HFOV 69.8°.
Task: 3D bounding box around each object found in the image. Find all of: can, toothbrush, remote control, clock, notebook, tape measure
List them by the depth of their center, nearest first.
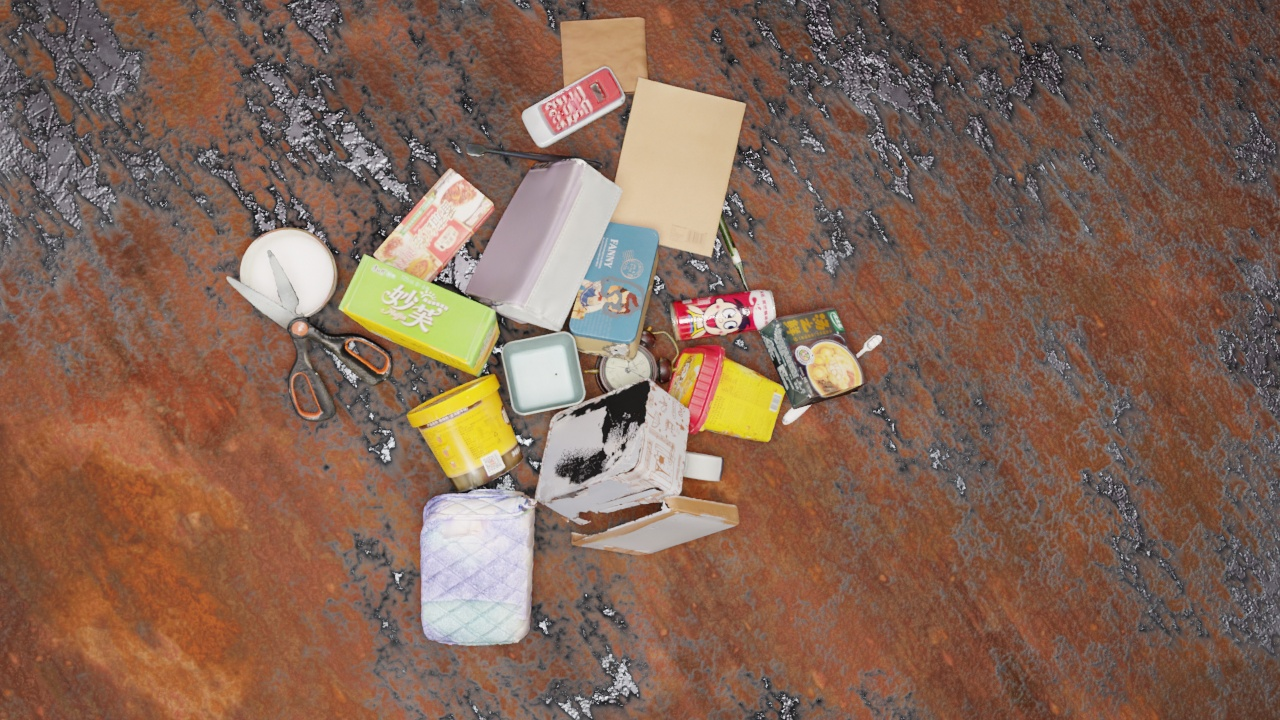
[{"bbox_3d":[0.074,0.137,1.188,0.065,0.066,0.033,8,87,-6],"label":"tape measure"},{"bbox_3d":[-0.007,0.007,1.191,0.122,0.055,0.082,-31,90,-4],"label":"clock"},{"bbox_3d":[0.107,-0.060,1.202,0.133,0.053,0.053,-8,87,0],"label":"can"},{"bbox_3d":[-0.088,-0.334,1.211,0.136,0.020,0.056,-29,95,0],"label":"remote control"},{"bbox_3d":[-0.140,-0.268,1.214,0.181,0.018,0.015,5,80,-8],"label":"toothbrush"},{"bbox_3d":[0.046,-0.256,1.222,0.149,0.012,0.211,13,91,-4],"label":"notebook"},{"bbox_3d":[0.128,-0.147,1.238,0.017,0.012,0.186,-23,89,-13],"label":"toothbrush"},{"bbox_3d":[0.259,0.026,1.241,0.180,0.016,0.016,-41,90,-7],"label":"toothbrush"}]

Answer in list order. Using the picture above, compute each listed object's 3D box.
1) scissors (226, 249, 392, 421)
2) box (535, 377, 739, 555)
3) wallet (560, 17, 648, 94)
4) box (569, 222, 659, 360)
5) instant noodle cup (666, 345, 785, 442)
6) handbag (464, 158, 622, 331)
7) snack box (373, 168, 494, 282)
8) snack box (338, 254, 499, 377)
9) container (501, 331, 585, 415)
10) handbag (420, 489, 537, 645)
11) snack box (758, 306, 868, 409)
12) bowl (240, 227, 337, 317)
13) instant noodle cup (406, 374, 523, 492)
[{"bbox_3d":[-0.408,-0.018,1.119,0.221,0.021,0.211,20,103,-29],"label":"scissors"},{"bbox_3d":[0.006,0.150,1.123,0.193,0.184,0.156,35,48,-35],"label":"box"},{"bbox_3d":[-0.048,-0.407,1.230,0.115,0.020,0.101,-2,88,-4],"label":"wallet"},{"bbox_3d":[-0.029,-0.094,1.166,0.090,0.060,0.184,8,66,6],"label":"box"},{"bbox_3d":[0.108,0.049,1.181,0.123,0.116,0.116,19,85,-17],"label":"instant noodle cup"},{"bbox_3d":[-0.122,-0.145,1.149,0.098,0.145,0.197,30,82,-43],"label":"handbag"},{"bbox_3d":[-0.266,-0.167,1.188,0.075,0.025,0.152,40,83,-2],"label":"snack box"},{"bbox_3d":[-0.253,-0.046,1.089,0.157,0.210,0.070,23,82,-5],"label":"snack box"},{"bbox_3d":[-0.123,0.019,1.150,0.090,0.111,0.090,-11,88,-8],"label":"container"},{"bbox_3d":[-0.197,0.249,1.113,0.134,0.075,0.194,3,115,-8],"label":"handbag"},{"bbox_3d":[0.230,-0.005,1.186,0.125,0.053,0.113,-13,73,-30],"label":"snack box"},{"bbox_3d":[-0.432,-0.104,1.147,0.113,0.062,0.113,0,86,-5],"label":"bowl"},{"bbox_3d":[-0.211,0.091,1.137,0.118,0.118,0.114,-26,97,-7],"label":"instant noodle cup"}]
